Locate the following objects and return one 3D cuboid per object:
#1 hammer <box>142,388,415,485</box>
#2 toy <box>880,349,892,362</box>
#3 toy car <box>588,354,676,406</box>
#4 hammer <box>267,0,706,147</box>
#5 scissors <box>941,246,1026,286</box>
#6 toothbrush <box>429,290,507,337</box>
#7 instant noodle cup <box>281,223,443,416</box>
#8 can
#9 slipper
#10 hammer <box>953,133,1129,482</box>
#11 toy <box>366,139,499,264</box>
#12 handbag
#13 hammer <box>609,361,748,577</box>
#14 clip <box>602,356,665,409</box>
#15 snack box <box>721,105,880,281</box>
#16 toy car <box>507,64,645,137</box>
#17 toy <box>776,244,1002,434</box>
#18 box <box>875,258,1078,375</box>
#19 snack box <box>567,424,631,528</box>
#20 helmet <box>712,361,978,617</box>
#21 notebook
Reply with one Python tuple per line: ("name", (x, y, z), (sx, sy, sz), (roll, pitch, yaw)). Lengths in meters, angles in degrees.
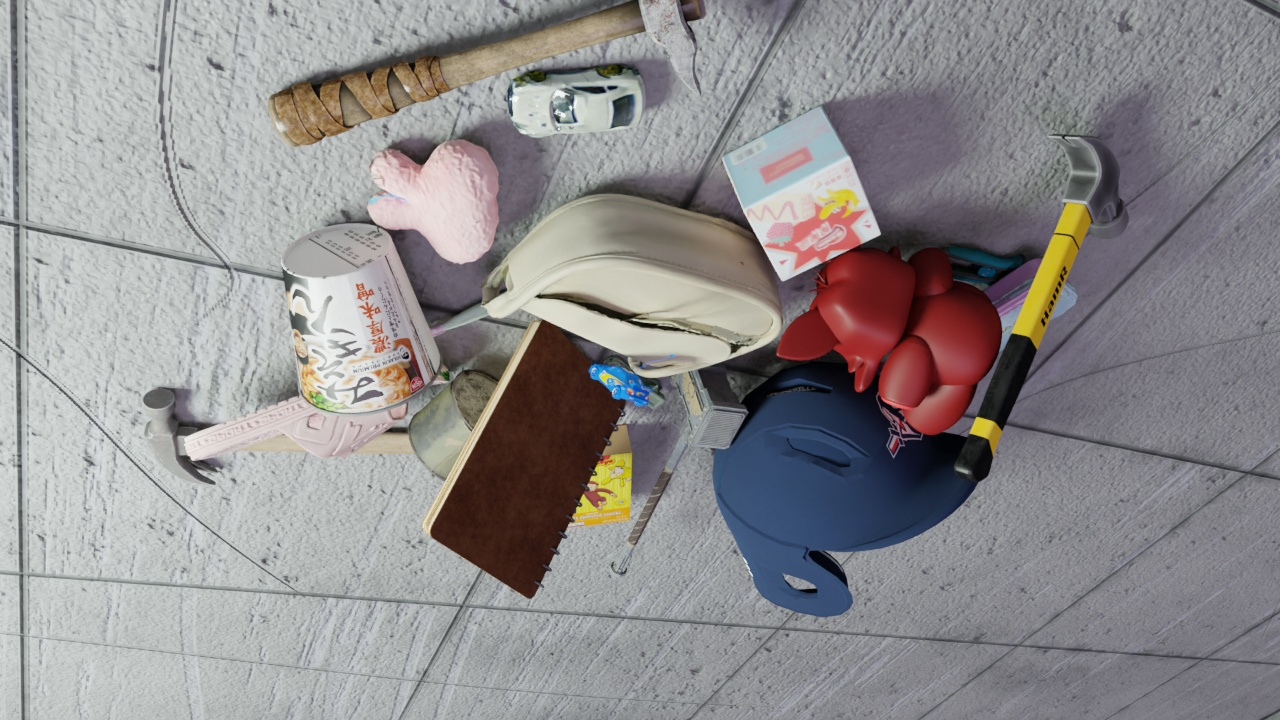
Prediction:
("hammer", (-0.316, 0.080, 0.929), (0.330, 0.030, 0.120), (1, 136, -18))
("toy", (0.244, -0.042, 0.923), (0.085, 0.033, 0.105), (3, 128, -21))
("toy car", (-0.006, 0.005, 0.829), (0.033, 0.092, 0.062), (19, 102, -37))
("hammer", (-0.110, -0.209, 0.647), (0.319, 0.048, 0.121), (-14, 118, 8))
("scissors", (0.348, -0.085, 0.916), (0.138, 0.019, 0.136), (-27, 137, 13))
("toothbrush", (-0.166, -0.038, 0.843), (0.155, 0.015, 0.022), (-23, 108, 9))
("instant noodle cup", (-0.236, -0.039, 0.759), (0.123, 0.123, 0.122), (-8, 127, -6))
("can", (-0.169, 0.066, 0.896), (0.089, 0.089, 0.075), (30, 122, -36))
("slipper", (-0.288, 0.060, 0.836), (0.239, 0.064, 0.094), (-18, 178, -6))
("hammer", (0.343, -0.044, 0.796), (0.169, 0.034, 0.324), (36, 76, -46))
("toy", (-0.163, -0.128, 0.727), (0.105, 0.053, 0.109), (10, 134, -8))
("handbag", (0.003, -0.041, 0.797), (0.229, 0.131, 0.185), (26, 133, -37))
("hammer", (0.023, 0.134, 0.989), (0.044, 0.098, 0.323), (8, 129, -21))
("clip", (-0.007, 0.023, 0.935), (0.076, 0.044, 0.023), (31, 120, -35))
("snack box", (0.134, -0.137, 0.765), (0.093, 0.079, 0.095), (-25, 136, 13))
("toy car", (-0.048, -0.194, 0.698), (0.105, 0.033, 0.048), (-6, 138, -6))
("toy", (0.225, -0.036, 0.828), (0.197, 0.158, 0.121), (22, 165, -12))
("box", (0.341, -0.023, 0.950), (0.076, 0.033, 0.215), (23, 131, -38))
("snack box", (-0.057, 0.132, 1.026), (0.088, 0.040, 0.126), (-6, 136, -8))
("helmet", (0.203, 0.108, 0.927), (0.273, 0.231, 0.223), (-5, 112, 29))
("notebook", (-0.101, 0.096, 0.874), (0.024, 0.225, 0.167), (8, 152, 38))
